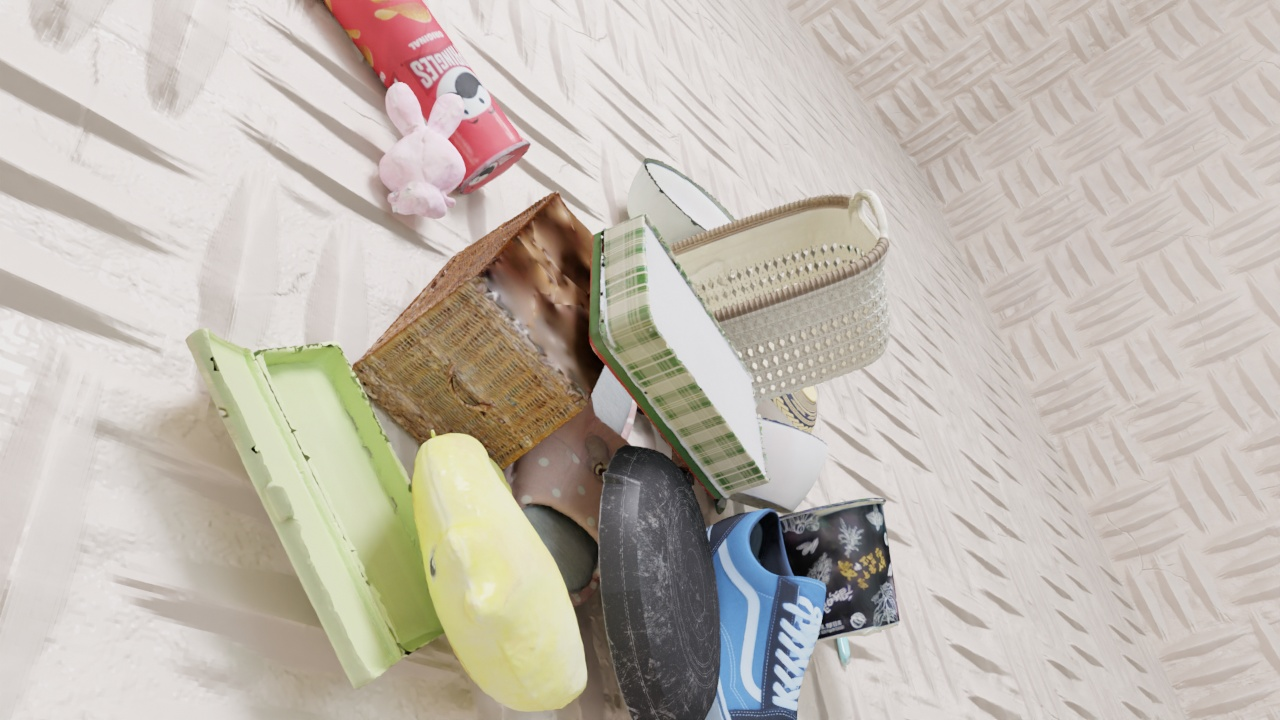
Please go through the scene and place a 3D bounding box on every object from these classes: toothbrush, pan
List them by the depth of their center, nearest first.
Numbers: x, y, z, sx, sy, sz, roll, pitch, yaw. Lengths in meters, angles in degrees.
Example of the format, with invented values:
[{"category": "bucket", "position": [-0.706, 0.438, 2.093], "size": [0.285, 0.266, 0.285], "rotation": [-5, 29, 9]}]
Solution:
[{"category": "pan", "position": [0.030, 0.115, 0.693], "size": [0.356, 0.040, 0.208], "rotation": [-76, 151, -56]}, {"category": "toothbrush", "position": [0.073, 0.078, 0.912], "size": [0.017, 0.016, 0.188], "rotation": [31, 35, -24]}, {"category": "toothbrush", "position": [0.204, 0.236, 0.961], "size": [0.016, 0.017, 0.180], "rotation": [41, 32, -30]}]

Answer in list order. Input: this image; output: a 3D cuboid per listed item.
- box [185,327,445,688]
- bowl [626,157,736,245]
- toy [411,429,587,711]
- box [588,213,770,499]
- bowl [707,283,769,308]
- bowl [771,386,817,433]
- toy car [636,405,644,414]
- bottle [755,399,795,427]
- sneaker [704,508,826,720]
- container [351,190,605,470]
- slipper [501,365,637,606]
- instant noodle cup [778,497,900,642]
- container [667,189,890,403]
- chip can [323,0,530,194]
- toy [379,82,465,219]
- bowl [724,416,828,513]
[{"category": "box", "position": [-0.164, 0.073, 0.485], "size": [0.187, 0.044, 0.141], "rotation": [61, 6, 6]}, {"category": "bowl", "position": [0.044, -0.148, 1.020], "size": [0.153, 0.073, 0.153], "rotation": [34, 23, -17]}, {"category": "toy", "position": [-0.080, 0.113, 0.505], "size": [0.170, 0.064, 0.155], "rotation": [63, 3, 9]}, {"category": "box", "position": [0.030, 0.002, 0.657], "size": [0.205, 0.050, 0.117], "rotation": [52, 24, -43]}, {"category": "bowl", "position": [0.138, -0.045, 1.046], "size": [0.150, 0.151, 0.077], "rotation": [3, 100, -58]}, {"category": "bowl", "position": [0.165, 0.043, 1.050], "size": [0.112, 0.061, 0.112], "rotation": [40, 32, -31]}, {"category": "toy car", "position": [-0.005, 0.005, 0.828], "size": [0.042, 0.036, 0.091], "rotation": [-17, 70, -44]}, {"category": "bottle", "position": [0.142, 0.083, 0.980], "size": [0.146, 0.051, 0.051], "rotation": [46, 29, -22]}, {"category": "sneaker", "position": [0.099, 0.219, 0.709], "size": [0.083, 0.098, 0.240], "rotation": [35, 35, -37]}, {"category": "container", "position": [-0.089, -0.023, 0.638], "size": [0.114, 0.113, 0.198], "rotation": [49, 27, -16]}, {"category": "slipper", "position": [-0.039, 0.067, 0.689], "size": [0.114, 0.055, 0.273], "rotation": [46, 29, -22]}, {"category": "instant noodle cup", "position": [0.169, 0.195, 0.830], "size": [0.137, 0.138, 0.112], "rotation": [12, 61, -55]}, {"category": "container", "position": [0.120, -0.057, 0.882], "size": [0.184, 0.246, 0.143], "rotation": [-96, 167, -60]}, {"category": "chip can", "position": [-0.189, -0.254, 0.763], "size": [0.233, 0.073, 0.073], "rotation": [54, 27, -6]}, {"category": "toy", "position": [-0.167, -0.158, 0.704], "size": [0.063, 0.047, 0.110], "rotation": [5, 77, -17]}, {"category": "bowl", "position": [0.103, 0.093, 0.817], "size": [0.116, 0.116, 0.065], "rotation": [29, 72, -43]}]
